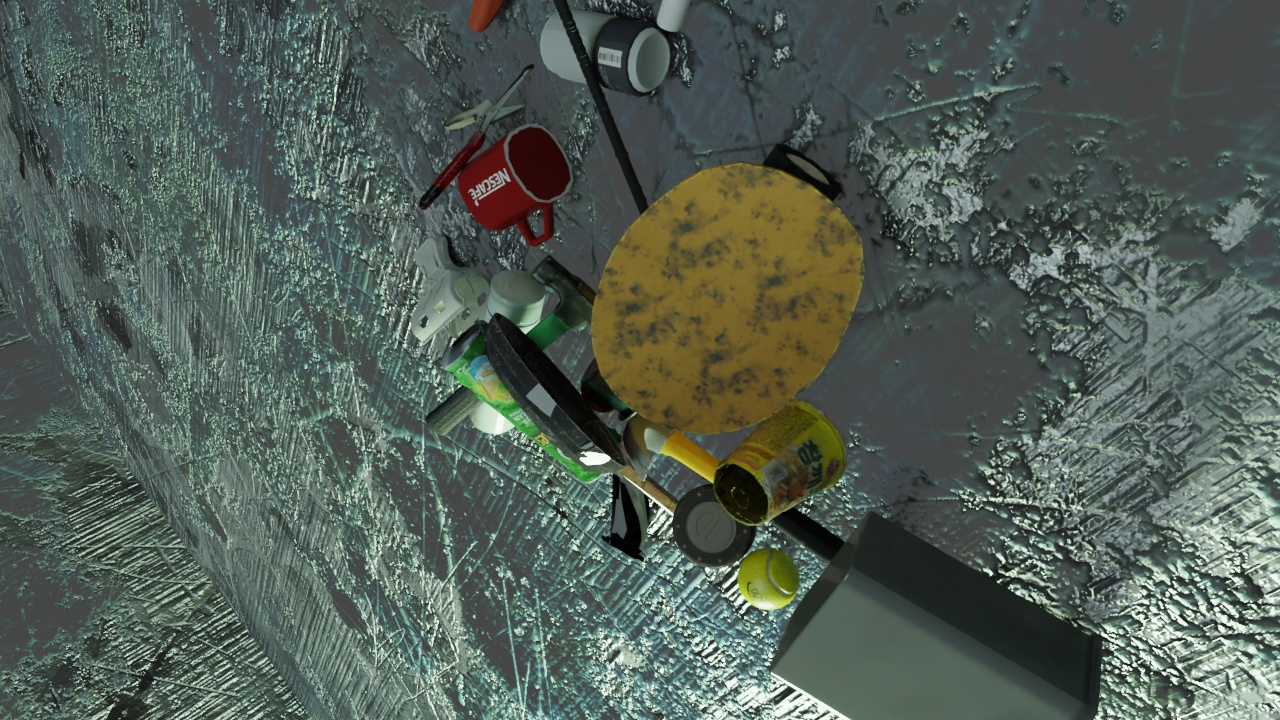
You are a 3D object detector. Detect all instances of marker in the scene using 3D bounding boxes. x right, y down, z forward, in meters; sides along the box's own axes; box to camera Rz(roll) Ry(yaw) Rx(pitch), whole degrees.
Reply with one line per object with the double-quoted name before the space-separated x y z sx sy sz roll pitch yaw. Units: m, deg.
"marker" 0.043 -0.344 0.770 0.027 0.023 0.133 59 144 33

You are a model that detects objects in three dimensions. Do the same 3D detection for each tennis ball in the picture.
"tennis ball" 0.138 0.235 0.990 0.065 0.065 0.065 23 128 33

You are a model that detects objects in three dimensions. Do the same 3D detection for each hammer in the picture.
"hammer" 0.121 0.142 0.932 0.324 0.126 0.029 33 124 17
"hammer" -0.037 -0.227 0.847 0.095 0.015 0.325 15 141 41
"hammer" -0.158 0.006 1.089 0.130 0.032 0.320 40 128 -20

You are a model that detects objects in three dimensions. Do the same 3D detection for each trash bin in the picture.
"trash bin" 0.257 0.269 0.827 0.220 0.097 0.192 30 131 9

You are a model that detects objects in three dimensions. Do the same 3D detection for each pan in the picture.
"pan" -0.049 0.084 0.970 0.357 0.040 0.207 49 -178 -36

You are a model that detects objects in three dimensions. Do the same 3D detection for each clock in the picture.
"clock" 0.085 0.176 1.006 0.091 0.043 0.123 38 98 16
"clock" -0.006 0.006 0.951 0.073 0.121 0.158 39 153 -8

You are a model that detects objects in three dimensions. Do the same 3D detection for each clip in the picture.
"clip" -0.253 -0.082 1.176 0.150 0.109 0.127 51 137 -7

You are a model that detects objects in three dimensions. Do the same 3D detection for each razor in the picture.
"razor" -0.016 0.166 1.112 0.057 0.060 0.156 20 107 50

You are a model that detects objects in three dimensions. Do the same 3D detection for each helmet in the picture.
"helmet" 0.074 -0.070 0.817 0.205 0.131 0.256 30 117 -9

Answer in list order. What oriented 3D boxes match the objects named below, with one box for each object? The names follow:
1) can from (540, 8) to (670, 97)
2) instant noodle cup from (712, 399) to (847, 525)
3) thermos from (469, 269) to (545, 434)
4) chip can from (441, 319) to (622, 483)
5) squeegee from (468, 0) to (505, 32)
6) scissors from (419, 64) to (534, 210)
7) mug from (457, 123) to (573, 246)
"can" -0.037 -0.287 0.851 0.127 0.064 0.064 24 128 33
"instant noodle cup" 0.130 0.103 0.887 0.102 0.108 0.102 26 131 34
"thermos" -0.168 -0.006 1.145 0.068 0.067 0.231 39 134 21
"chip can" -0.121 0.047 1.045 0.223 0.075 0.076 42 143 -20
"squeegee" -0.141 -0.406 0.888 0.249 0.055 0.185 56 142 29
"scissors" -0.185 -0.253 1.006 0.199 0.015 0.179 -49 34 13
"mug" -0.127 -0.182 0.991 0.097 0.080 0.116 -17 107 48
